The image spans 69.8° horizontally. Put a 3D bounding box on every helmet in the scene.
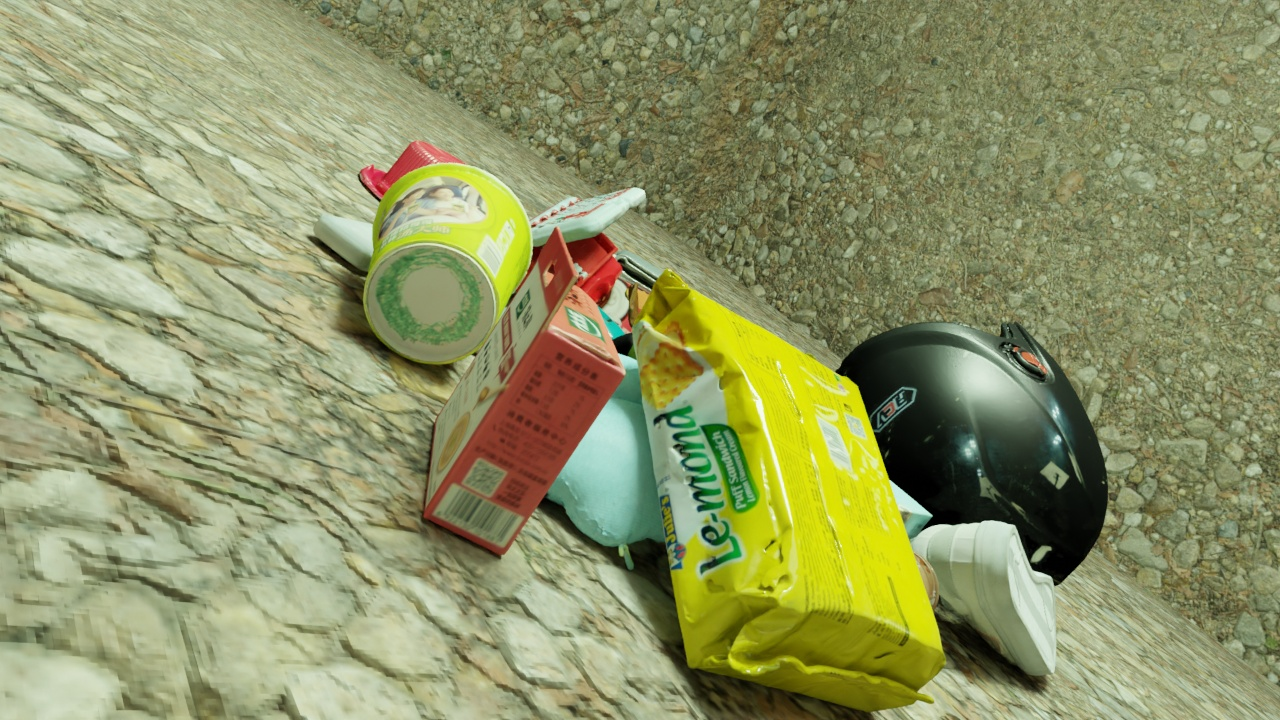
[{"bbox_3d":[0.311,0.092,0.884,0.274,0.234,0.229,33,29,-22],"label":"helmet"}]

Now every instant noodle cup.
[{"bbox_3d":[-0.128,-0.058,0.592,0.111,0.112,0.123,31,20,-17],"label":"instant noodle cup"},{"bbox_3d":[-0.197,-0.173,0.981,0.194,0.066,0.193,34,10,-7],"label":"instant noodle cup"}]

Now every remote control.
[{"bbox_3d":[-0.196,-0.085,0.712,0.056,0.020,0.135,37,11,12],"label":"remote control"}]

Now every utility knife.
[{"bbox_3d":[-0.056,-0.058,0.845,0.187,0.013,0.029,44,35,7],"label":"utility knife"}]

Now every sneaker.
[{"bbox_3d":[0.285,0.200,0.762,0.091,0.089,0.242,-5,-33,34],"label":"sneaker"}]

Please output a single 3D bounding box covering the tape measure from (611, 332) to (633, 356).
[{"bbox_3d":[-0.005,0.005,0.788,0.058,0.039,0.057,36,38,-50],"label":"tape measure"}]

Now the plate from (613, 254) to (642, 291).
[{"bbox_3d":[-0.021,-0.083,1.089,0.205,0.045,0.204,32,11,-7],"label":"plate"}]

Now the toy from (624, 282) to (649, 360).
[{"bbox_3d":[0.044,0.032,0.716,0.227,0.090,0.246,66,16,15],"label":"toy"}]

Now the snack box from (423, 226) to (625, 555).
[{"bbox_3d":[-0.052,0.009,0.439,0.044,0.127,0.113,30,12,-18],"label":"snack box"}]

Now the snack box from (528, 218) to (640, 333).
[{"bbox_3d":[-0.077,-0.082,0.923,0.207,0.058,0.057,31,-5,-24],"label":"snack box"}]

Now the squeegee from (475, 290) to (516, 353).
[{"bbox_3d":[-0.095,-0.038,0.763,0.247,0.040,0.249,35,11,0],"label":"squeegee"}]

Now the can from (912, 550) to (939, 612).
[{"bbox_3d":[0.153,0.151,0.610,0.058,0.058,0.116,42,14,36],"label":"can"}]

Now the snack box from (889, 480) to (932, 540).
[{"bbox_3d":[0.153,0.124,0.686,0.051,0.074,0.174,42,13,34],"label":"snack box"}]

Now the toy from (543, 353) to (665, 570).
[{"bbox_3d":[-0.004,0.050,0.533,0.161,0.050,0.156,8,41,-28],"label":"toy"}]

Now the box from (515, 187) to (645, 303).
[{"bbox_3d":[-0.044,-0.108,0.791,0.095,0.099,0.201,48,20,-6],"label":"box"}]

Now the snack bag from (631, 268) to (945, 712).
[{"bbox_3d":[0.081,0.069,0.510,0.158,0.068,0.246,27,38,-36],"label":"snack bag"}]

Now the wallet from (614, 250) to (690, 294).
[{"bbox_3d":[0.019,-0.088,1.000,0.106,0.037,0.129,31,7,-4],"label":"wallet"}]
